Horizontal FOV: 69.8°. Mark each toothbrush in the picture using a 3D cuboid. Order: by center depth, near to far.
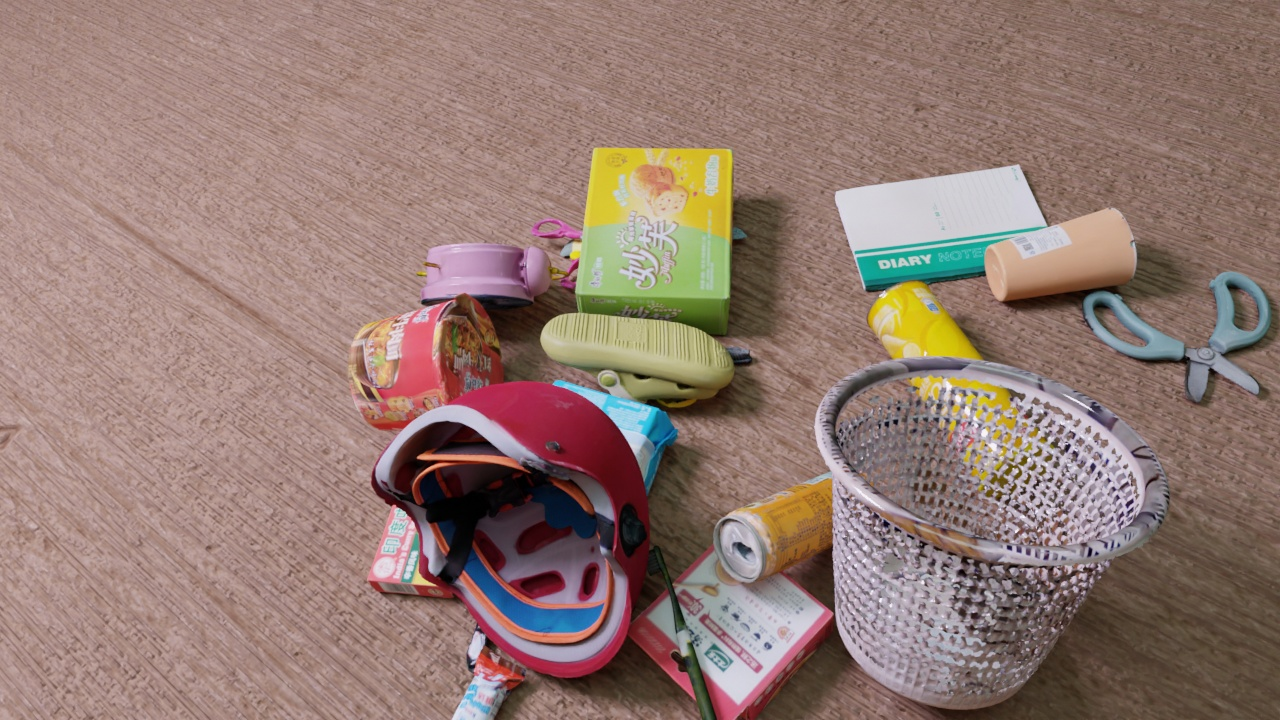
[{"bbox_3d":[0.034,0.225,0.707,0.017,0.012,0.185,-20,52,0],"label":"toothbrush"},{"bbox_3d":[0.022,-0.014,0.950,0.190,0.016,0.014,7,49,15],"label":"toothbrush"}]

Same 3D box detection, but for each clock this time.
[{"bbox_3d":[-0.154,-0.088,0.972,0.158,0.117,0.060,0,87,-18],"label":"clock"}]

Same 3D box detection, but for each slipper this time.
[{"bbox_3d":[-0.005,0.005,0.903,0.190,0.082,0.091,11,32,-1],"label":"slipper"}]

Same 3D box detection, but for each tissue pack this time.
[{"bbox_3d":[-0.043,0.079,0.858,0.140,0.063,0.089,14,59,20],"label":"tissue pack"}]

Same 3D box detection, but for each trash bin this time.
[{"bbox_3d":[0.230,0.133,0.666,0.227,0.192,0.227,1,31,-1],"label":"trash bin"}]

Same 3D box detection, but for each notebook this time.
[{"bbox_3d":[0.332,-0.146,1.003,0.209,0.012,0.150,-8,53,3],"label":"notebook"}]

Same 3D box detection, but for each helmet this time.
[{"bbox_3d":[-0.078,0.120,0.748,0.207,0.240,0.143,-17,17,34],"label":"helmet"}]

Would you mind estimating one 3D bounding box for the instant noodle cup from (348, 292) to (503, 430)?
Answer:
[{"bbox_3d":[-0.210,0.012,0.901,0.109,0.138,0.137,-7,51,16],"label":"instant noodle cup"}]

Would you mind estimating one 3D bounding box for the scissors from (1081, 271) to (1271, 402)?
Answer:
[{"bbox_3d":[0.513,-0.036,0.884,0.179,0.019,0.169,21,60,22],"label":"scissors"}]

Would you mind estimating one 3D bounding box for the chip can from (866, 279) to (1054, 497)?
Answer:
[{"bbox_3d":[0.289,0.021,0.843,0.072,0.072,0.213,-19,51,-6],"label":"chip can"}]

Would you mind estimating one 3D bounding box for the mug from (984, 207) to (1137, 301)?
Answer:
[{"bbox_3d":[0.415,-0.100,0.916,0.123,0.078,0.078,-12,52,5],"label":"mug"}]

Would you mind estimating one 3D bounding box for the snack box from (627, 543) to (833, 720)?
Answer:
[{"bbox_3d":[0.072,0.220,0.743,0.127,0.044,0.113,-39,57,-21],"label":"snack box"}]

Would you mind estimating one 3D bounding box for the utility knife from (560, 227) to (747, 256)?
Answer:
[{"bbox_3d":[0.013,-0.138,1.044,0.213,0.022,0.030,-7,55,12],"label":"utility knife"}]

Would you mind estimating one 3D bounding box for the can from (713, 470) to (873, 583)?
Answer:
[{"bbox_3d":[0.131,0.133,0.755,0.145,0.058,0.058,-14,46,-36],"label":"can"}]

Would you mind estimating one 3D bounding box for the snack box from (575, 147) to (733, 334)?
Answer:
[{"bbox_3d":[0.020,-0.132,0.987,0.158,0.070,0.209,2,58,4],"label":"snack box"}]

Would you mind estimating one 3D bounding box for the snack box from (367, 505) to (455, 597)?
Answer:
[{"bbox_3d":[-0.192,0.142,0.857,0.077,0.027,0.155,1,53,12],"label":"snack box"}]

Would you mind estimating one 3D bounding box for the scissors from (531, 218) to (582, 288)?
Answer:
[{"bbox_3d":[-0.065,-0.139,1.045,0.135,0.017,0.133,22,65,19],"label":"scissors"}]

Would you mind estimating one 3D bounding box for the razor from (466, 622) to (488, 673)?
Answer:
[{"bbox_3d":[-0.130,0.202,0.805,0.043,0.022,0.142,2,54,13],"label":"razor"}]

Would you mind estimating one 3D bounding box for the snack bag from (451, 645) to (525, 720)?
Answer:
[{"bbox_3d":[-0.134,0.286,0.736,0.048,0.026,0.104,20,60,21],"label":"snack bag"}]
